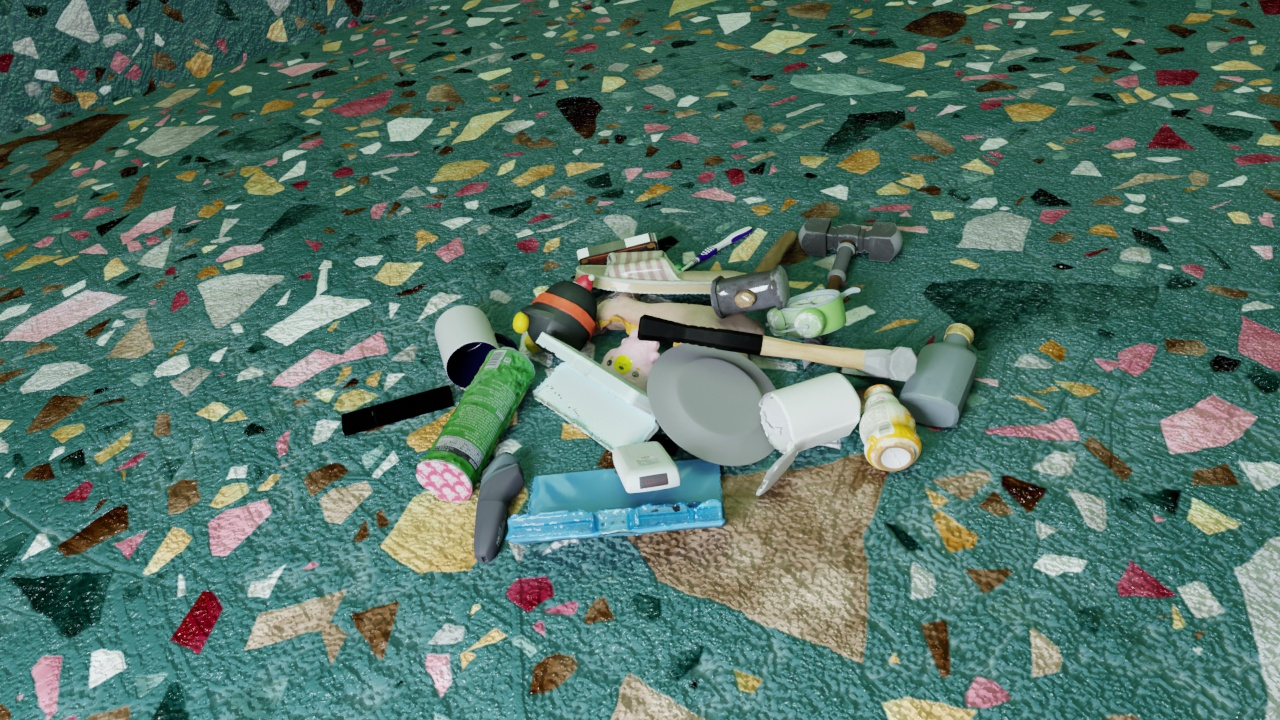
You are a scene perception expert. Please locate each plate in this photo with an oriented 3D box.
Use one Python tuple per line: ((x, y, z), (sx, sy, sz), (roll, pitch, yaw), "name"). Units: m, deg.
((0.094, 0.047, 1.108), (0.178, 0.012, 0.178), (11, 51, -14), "plate")

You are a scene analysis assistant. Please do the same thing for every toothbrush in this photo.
((0.109, -0.171, 1.444), (0.186, 0.016, 0.015), (-33, 44, -25), "toothbrush")

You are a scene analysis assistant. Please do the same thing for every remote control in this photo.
((-0.329, 0.068, 1.245), (0.150, 0.013, 0.034), (-16, 39, -8), "remote control")
((0.005, 0.119, 1.036), (0.060, 0.025, 0.138), (-7, 9, -7), "remote control")

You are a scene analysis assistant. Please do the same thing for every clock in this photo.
((0.219, -0.058, 1.189), (0.119, 0.042, 0.094), (-23, 16, -28), "clock")

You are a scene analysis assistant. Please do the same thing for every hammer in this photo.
((0.181, -0.135, 1.299), (0.098, 0.052, 0.327), (-9, 18, 22), "hammer")
((0.160, -0.016, 1.118), (0.328, 0.039, 0.131), (8, -1, -3), "hammer")
((0.270, -0.096, 1.299), (0.156, 0.043, 0.321), (8, 44, 21), "hammer")

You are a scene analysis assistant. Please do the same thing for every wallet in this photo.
((-0.033, -0.160, 1.419), (0.123, 0.072, 0.019), (-13, 62, -1), "wallet")

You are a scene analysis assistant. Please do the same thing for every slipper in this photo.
((0.034, -0.132, 1.350), (0.263, 0.052, 0.115), (4, 17, 5), "slipper")

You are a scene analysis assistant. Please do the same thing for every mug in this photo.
((-0.226, -0.018, 1.289), (0.111, 0.079, 0.096), (6, 31, -27), "mug")

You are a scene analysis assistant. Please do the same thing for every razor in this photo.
((-0.166, 0.170, 1.059), (0.052, 0.047, 0.142), (-5, 42, 9), "razor")

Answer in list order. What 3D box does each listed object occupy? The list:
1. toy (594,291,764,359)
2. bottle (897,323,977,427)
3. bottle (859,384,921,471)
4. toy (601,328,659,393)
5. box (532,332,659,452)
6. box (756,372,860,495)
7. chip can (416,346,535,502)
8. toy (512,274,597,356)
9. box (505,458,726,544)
((0.032, -0.035, 1.254), (0.265, 0.065, 0.195), (10, 38, 26), "toy")
((0.374, 0.013, 1.130), (0.072, 0.046, 0.160), (13, 44, 27), "bottle")
((0.284, 0.075, 1.058), (0.063, 0.063, 0.108), (-5, 40, 6), "bottle")
((-0.007, 0.007, 1.204), (0.102, 0.093, 0.050), (28, 10, 33), "toy")
((-0.065, 0.050, 1.167), (0.199, 0.085, 0.096), (32, 95, 41), "box")
((0.182, 0.083, 1.056), (0.159, 0.085, 0.118), (-14, 65, -17), "box")
((-0.204, 0.074, 1.161), (0.075, 0.075, 0.222), (4, 39, 17), "chip can")
((-0.106, -0.064, 1.284), (0.100, 0.097, 0.119), (22, 70, 21), "toy")
((-0.020, 0.167, 1.027), (0.232, 0.066, 0.172), (-6, 10, 6), "box")
